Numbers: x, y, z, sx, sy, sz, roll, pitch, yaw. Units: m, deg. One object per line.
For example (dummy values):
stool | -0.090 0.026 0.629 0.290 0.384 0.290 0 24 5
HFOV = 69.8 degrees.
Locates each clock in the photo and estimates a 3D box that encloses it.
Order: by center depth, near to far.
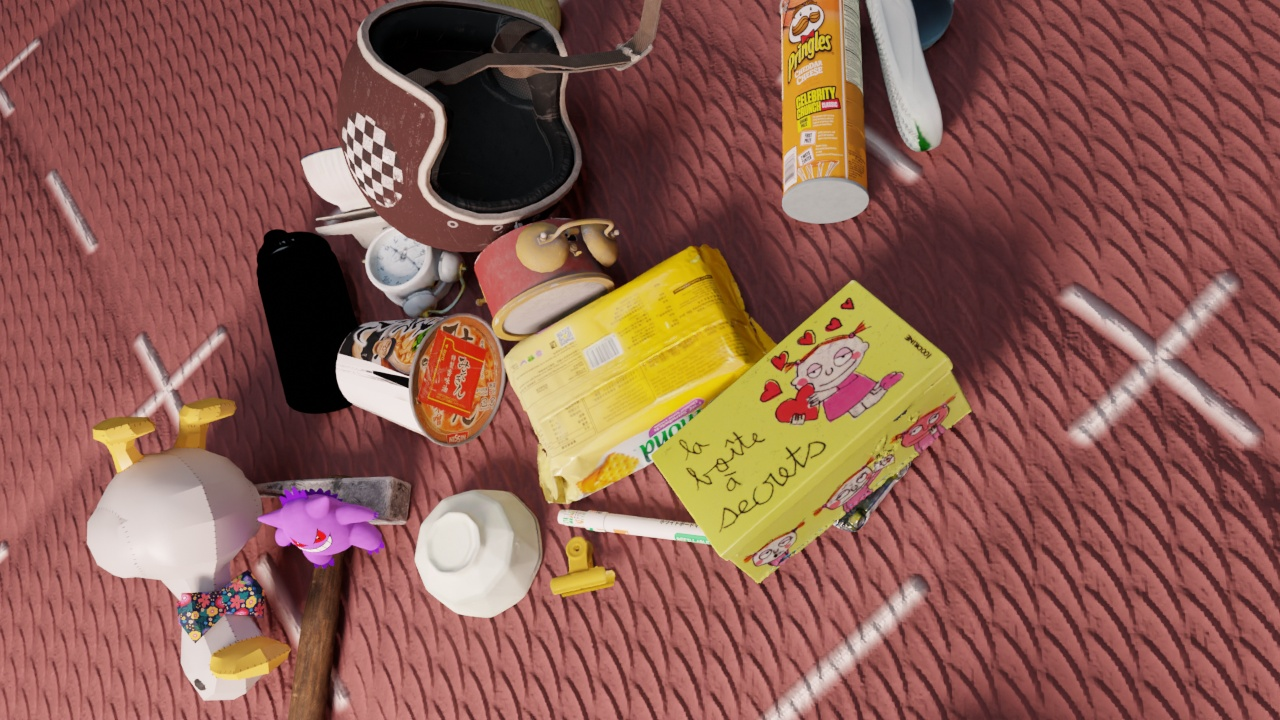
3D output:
clock | -0.084 -0.089 0.834 0.159 0.116 0.081 -39 68 46
clock | -0.227 -0.090 0.943 0.117 0.057 0.083 35 86 20

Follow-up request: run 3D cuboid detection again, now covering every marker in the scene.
marker | -0.003 0.143 0.793 0.146 0.017 0.017 3 72 21

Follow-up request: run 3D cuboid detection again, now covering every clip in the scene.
clip | -0.050 0.180 0.799 0.054 0.044 0.049 -17 30 15
clip | -0.289 -0.137 0.983 0.102 0.056 0.046 -7 64 10

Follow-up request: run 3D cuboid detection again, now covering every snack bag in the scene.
snack bag | -0.005 0.005 0.816 0.247 0.068 0.159 -29 62 8

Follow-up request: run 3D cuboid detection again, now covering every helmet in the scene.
helmet | -0.157 -0.230 0.863 0.234 0.254 0.232 29 46 15

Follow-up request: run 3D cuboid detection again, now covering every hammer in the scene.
hammer | -0.336 0.258 0.867 0.218 0.037 0.300 -4 70 19

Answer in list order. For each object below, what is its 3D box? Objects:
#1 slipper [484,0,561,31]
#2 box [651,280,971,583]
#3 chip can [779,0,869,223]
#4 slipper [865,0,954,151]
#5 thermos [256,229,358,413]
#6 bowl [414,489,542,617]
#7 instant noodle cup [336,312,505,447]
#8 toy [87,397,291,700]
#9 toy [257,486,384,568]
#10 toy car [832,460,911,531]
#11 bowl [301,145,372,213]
slipper | -0.177 -0.356 1.017 0.190 0.092 0.081 -30 23 -2
box | 0.130 0.057 0.720 0.221 0.082 0.124 -38 44 4
chip can | 0.166 -0.238 0.837 0.075 0.075 0.214 -4 70 19
slipper | 0.246 -0.304 0.820 0.074 0.104 0.245 -11 74 14
thermos | -0.345 -0.051 0.955 0.086 0.086 0.198 -29 63 9
bowl | -0.152 0.167 0.817 0.118 0.061 0.117 -7 69 19
instant noodle cup | -0.215 0.011 0.873 0.122 0.123 0.123 8 73 32
toy | -0.413 0.173 0.835 0.247 0.140 0.267 -3 98 42
toy | -0.285 0.143 0.818 0.106 0.088 0.055 -18 60 14
toy car | 0.182 0.097 0.733 0.089 0.027 0.039 -49 52 -5
bowl | -0.297 -0.193 0.986 0.118 0.118 0.062 -8 97 18
